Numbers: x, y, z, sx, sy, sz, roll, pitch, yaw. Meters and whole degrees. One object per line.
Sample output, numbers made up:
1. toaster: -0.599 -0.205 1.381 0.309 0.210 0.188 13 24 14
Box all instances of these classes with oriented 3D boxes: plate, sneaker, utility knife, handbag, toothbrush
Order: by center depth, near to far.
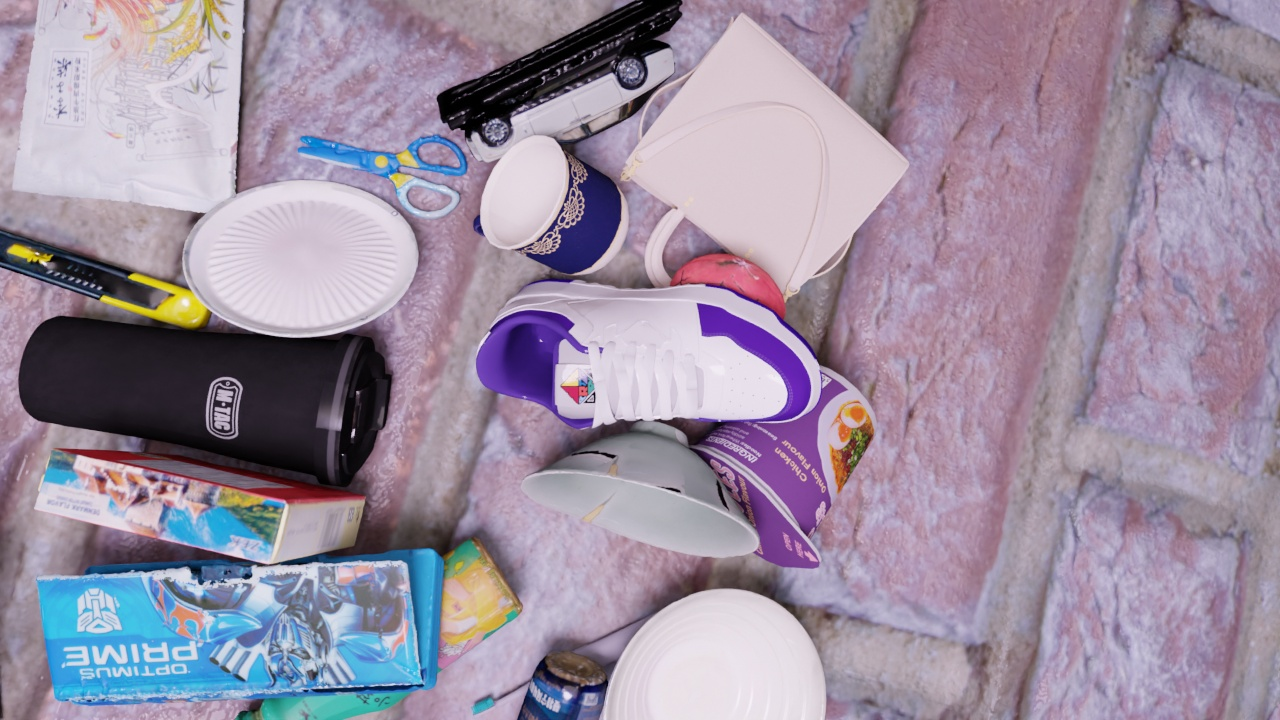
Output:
1. sneaker: -0.004 0.003 0.627 0.244 0.110 0.092 10 117 21
2. plate: -0.238 -0.073 0.649 0.157 0.014 0.156 7 49 -8
3. utility knife: -0.401 -0.062 0.649 0.187 0.020 0.028 18 80 -9
4. toothbrush: -0.040 0.229 0.702 0.187 0.018 0.019 -23 99 -13
5. handbag: 0.076 -0.133 0.726 0.194 0.101 0.198 39 91 -7

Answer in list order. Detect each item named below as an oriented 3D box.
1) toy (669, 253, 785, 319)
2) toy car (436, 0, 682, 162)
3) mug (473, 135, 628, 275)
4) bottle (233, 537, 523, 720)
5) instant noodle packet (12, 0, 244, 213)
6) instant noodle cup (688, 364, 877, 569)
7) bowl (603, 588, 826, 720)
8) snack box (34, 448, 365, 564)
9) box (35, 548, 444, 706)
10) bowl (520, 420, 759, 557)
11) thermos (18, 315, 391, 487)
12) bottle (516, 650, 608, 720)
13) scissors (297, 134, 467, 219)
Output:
1. toy: 0.059 -0.024 0.695 0.092 0.133 0.062 23 44 18
2. toy car: -0.053 -0.204 0.694 0.191 0.094 0.071 -26 118 -2
3. mug: -0.067 -0.106 0.692 0.089 0.112 0.085 22 61 -47
4. bottle: -0.187 0.211 0.647 0.209 0.068 0.068 -34 93 -12
5. instant noodle packet: -0.359 -0.247 0.656 0.146 0.057 0.269 5 90 -10
6. instant noodle cup: 0.118 0.074 0.701 0.121 0.137 0.122 -43 140 -21
7. bowl: 0.049 0.256 0.694 0.176 0.058 0.176 1 88 -19
8. snack box: -0.270 0.090 0.586 0.145 0.142 0.040 12 84 4
9. box: -0.257 0.167 0.588 0.243 0.085 0.091 -3 62 3
10. bowl: 0.005 0.081 0.651 0.174 0.175 0.067 20 69 -10
11. thermos: -0.291 0.021 0.628 0.218 0.106 0.105 9 84 -6
12. bottle: -0.072 0.293 0.663 0.056 0.056 0.161 19 95 -10
13. scissors: -0.197 -0.155 0.703 0.130 0.022 0.070 16 84 -7
